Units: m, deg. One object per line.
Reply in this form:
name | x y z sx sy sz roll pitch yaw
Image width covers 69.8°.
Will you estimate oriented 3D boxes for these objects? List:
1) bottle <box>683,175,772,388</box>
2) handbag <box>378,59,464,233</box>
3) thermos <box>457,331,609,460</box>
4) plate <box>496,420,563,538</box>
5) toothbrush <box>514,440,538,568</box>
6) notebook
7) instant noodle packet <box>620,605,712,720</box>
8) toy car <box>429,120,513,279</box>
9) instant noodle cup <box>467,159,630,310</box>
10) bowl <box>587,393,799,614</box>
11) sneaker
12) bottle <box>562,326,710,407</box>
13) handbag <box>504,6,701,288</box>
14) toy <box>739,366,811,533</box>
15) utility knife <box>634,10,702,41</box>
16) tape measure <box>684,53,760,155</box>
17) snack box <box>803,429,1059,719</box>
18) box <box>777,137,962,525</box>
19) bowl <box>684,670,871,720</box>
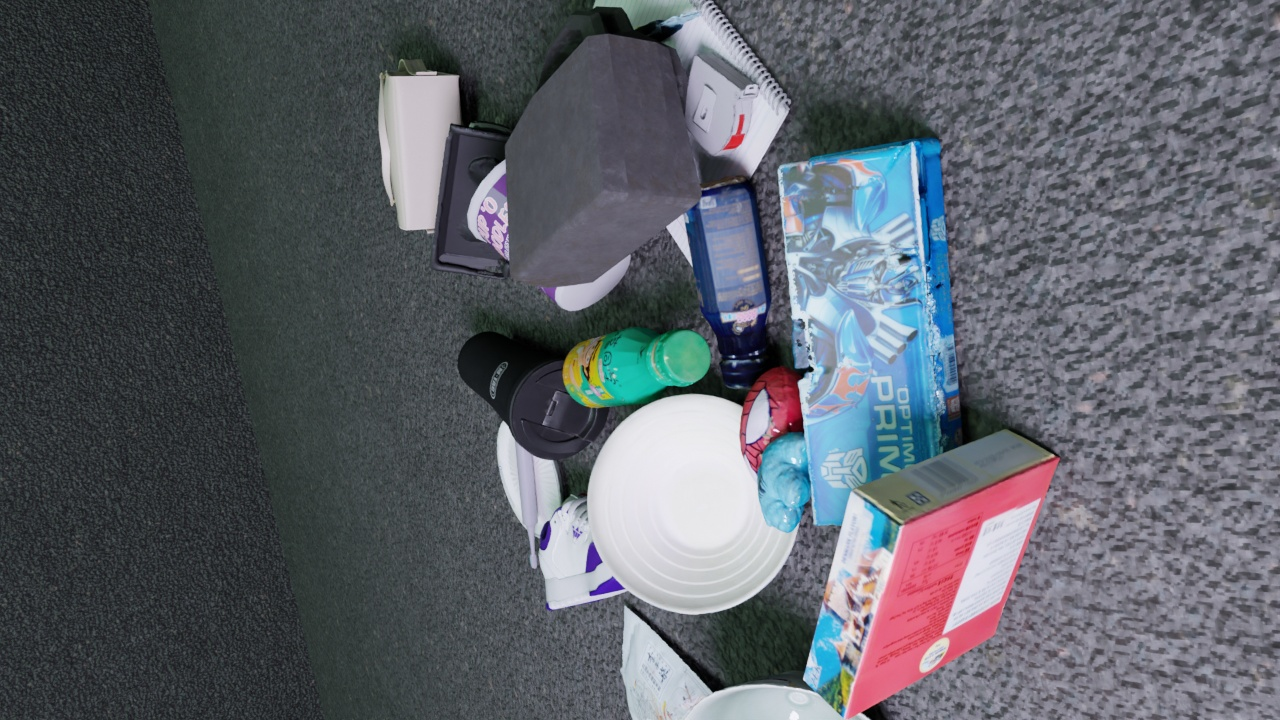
bottle | 0.071 -0.058 0.703 0.056 0.056 0.161 12 119 54
handbag | -0.277 -0.268 1.127 0.198 0.101 0.195 -139 46 -58
thermos | -0.129 0.027 1.002 0.219 0.105 0.106 26 123 56
plate | -0.133 0.141 1.120 0.157 0.014 0.157 26 123 50
toothbrush | -0.135 0.163 1.098 0.019 0.018 0.188 19 117 54
notebook | 0.021 -0.225 0.761 0.245 0.013 0.178 59 145 24
instant noodle packet | 0.048 0.371 0.906 0.269 0.057 0.147 28 123 54
toy car | -0.175 -0.185 1.017 0.071 0.094 0.192 -93 16 -47
instant noodle cup | -0.073 -0.123 0.862 0.137 0.121 0.122 -48 68 20
bowl | 0.048 0.119 0.765 0.177 0.057 0.176 -3 79 17
sneaker | -0.038 0.182 0.939 0.245 0.091 0.111 -37 62 55
bottle | -0.005 0.005 0.803 0.210 0.068 0.068 -12 92 66
handbag | -0.037 -0.181 0.735 0.198 0.102 0.199 -26 68 59
toy | 0.102 0.065 0.666 0.132 0.062 0.092 -81 -13 -52
utility knife | -0.010 -0.259 0.757 0.188 0.028 0.020 3 105 56
tape measure | 0.057 -0.189 0.684 0.060 0.020 0.062 50 142 35
snack box | 0.172 0.125 0.545 0.040 0.142 0.145 37 130 44
box | 0.143 -0.012 0.588 0.092 0.085 0.243 5 106 54
bowl | 0.122 0.290 0.738 0.174 0.067 0.174 10 128 13
